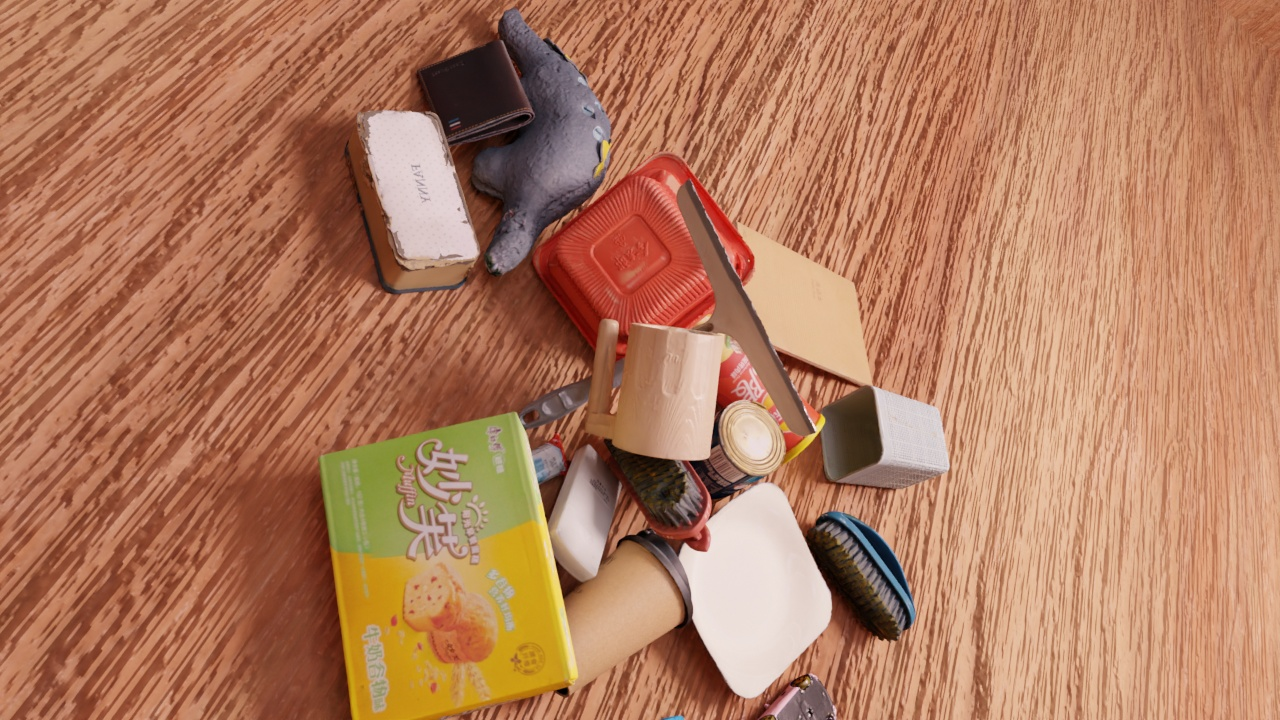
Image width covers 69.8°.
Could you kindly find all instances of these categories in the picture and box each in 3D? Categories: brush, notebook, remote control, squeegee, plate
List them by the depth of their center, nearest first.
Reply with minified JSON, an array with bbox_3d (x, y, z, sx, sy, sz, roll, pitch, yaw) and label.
[{"bbox_3d":[-0.049,0.131,0.802,0.056,0.019,0.134,52,24,-18],"label":"remote control"},{"bbox_3d":[0.022,0.113,0.827,0.063,0.145,0.069,-33,124,-3],"label":"brush"},{"bbox_3d":[-0.005,0.005,0.837,0.246,0.247,0.039,63,12,1],"label":"squeegee"},{"bbox_3d":[0.101,0.213,0.865,0.163,0.034,0.164,-29,97,-38],"label":"plate"},{"bbox_3d":[0.233,0.215,0.946,0.073,0.055,0.144,-34,86,-38],"label":"brush"},{"bbox_3d":[0.189,-0.062,1.064,0.211,0.012,0.149,20,55,-35],"label":"notebook"}]

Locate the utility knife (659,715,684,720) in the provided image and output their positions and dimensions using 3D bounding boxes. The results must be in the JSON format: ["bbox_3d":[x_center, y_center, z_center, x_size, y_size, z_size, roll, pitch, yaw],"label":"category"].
[{"bbox_3d":[0.059,0.378,0.782,0.034,0.018,0.166,-26,83,-34],"label":"utility knife"}]

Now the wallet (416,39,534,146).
[{"bbox_3d":[-0.169,-0.273,0.935,0.096,0.020,0.122,-20,57,-7],"label":"wallet"}]

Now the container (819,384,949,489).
[{"bbox_3d":[0.271,0.090,1.014,0.111,0.090,0.089,14,60,-28],"label":"container"}]

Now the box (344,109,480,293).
[{"bbox_3d":[-0.213,-0.146,0.862,0.089,0.059,0.184,-6,72,-33],"label":"box"}]

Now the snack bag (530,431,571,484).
[{"bbox_3d":[-0.101,0.100,0.821,0.105,0.026,0.045,-23,97,-37],"label":"snack bag"}]

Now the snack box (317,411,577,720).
[{"bbox_3d":[-0.146,0.158,0.697,0.157,0.070,0.210,-13,72,-4],"label":"snack box"}]

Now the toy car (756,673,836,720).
[{"bbox_3d":[0.137,0.337,0.840,0.122,0.037,0.056,-22,81,-50],"label":"toy car"}]

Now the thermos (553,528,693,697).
[{"bbox_3d":[-0.025,0.214,0.775,0.143,0.093,0.093,-31,84,-30],"label":"thermos"}]

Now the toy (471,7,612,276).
[{"bbox_3d":[-0.099,-0.226,0.951,0.137,0.092,0.355,9,59,-13],"label":"toy"}]

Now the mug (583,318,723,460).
[{"bbox_3d":[0.008,0.022,0.782,0.084,0.125,0.103,1,98,-53],"label":"mug"}]

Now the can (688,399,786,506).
[{"bbox_3d":[0.078,0.092,0.880,0.075,0.111,0.075,14,60,-25],"label":"can"}]

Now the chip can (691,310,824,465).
[{"bbox_3d":[0.095,0.009,0.958,0.216,0.073,0.073,47,52,-2],"label":"chip can"}]

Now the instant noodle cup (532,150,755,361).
[{"bbox_3d":[0.000,-0.098,0.885,0.189,0.079,0.164,-39,81,6],"label":"instant noodle cup"}]

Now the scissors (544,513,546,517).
[{"bbox_3d":[-0.130,0.190,0.769,0.146,0.012,0.169,21,56,-21],"label":"scissors"}]
